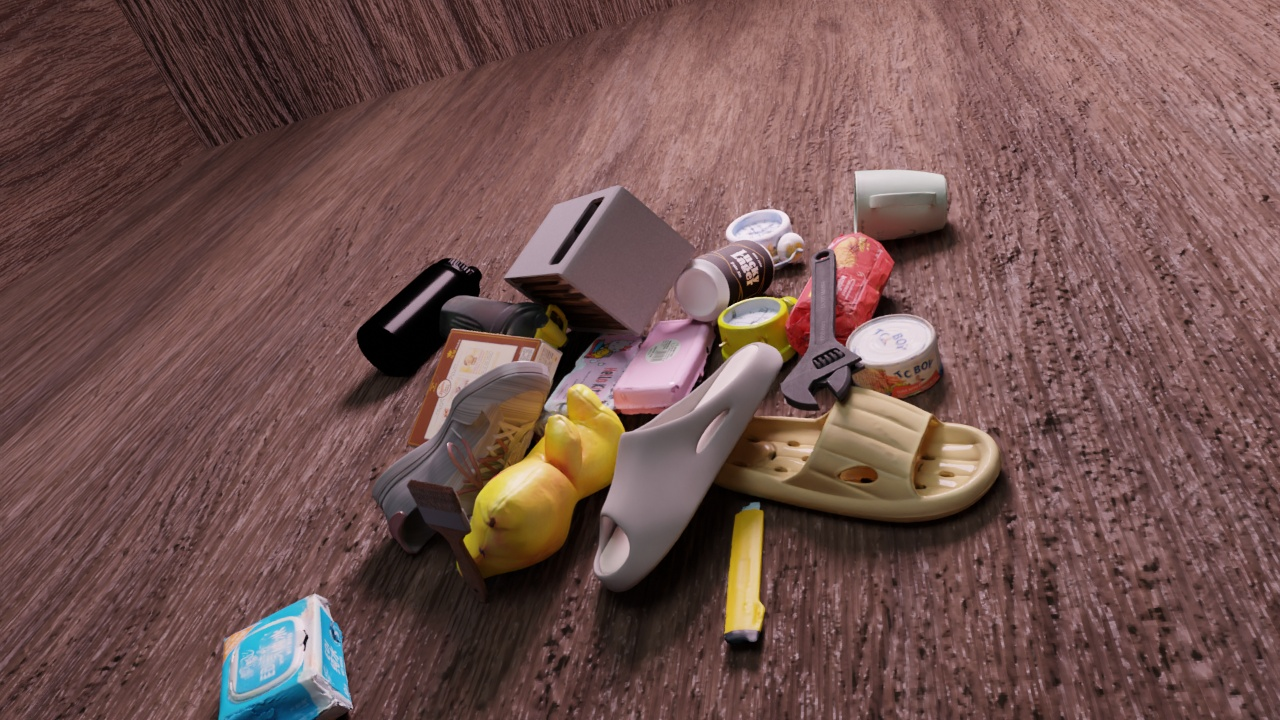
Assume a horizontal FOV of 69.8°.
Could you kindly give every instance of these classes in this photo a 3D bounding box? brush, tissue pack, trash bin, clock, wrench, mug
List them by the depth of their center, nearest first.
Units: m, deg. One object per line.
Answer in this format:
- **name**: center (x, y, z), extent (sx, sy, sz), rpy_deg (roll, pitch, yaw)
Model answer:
- **tissue pack**: center (-0.298, 0.263, 0.767), extent (0.092, 0.062, 0.144), rpy_deg (-26, 31, -10)
- **brush**: center (-0.154, 0.156, 0.769), extent (0.045, 0.143, 0.008), rpy_deg (7, 41, 25)
- **wrench**: center (0.170, -0.038, 0.859), extent (0.073, 0.018, 0.272), rpy_deg (-17, 29, 21)
- **brush**: center (-0.039, 0.048, 0.987), extent (0.172, 0.030, 0.041), rpy_deg (-18, 31, 4)
- **clock**: center (0.129, -0.034, 0.989), extent (0.083, 0.057, 0.118), rpy_deg (-2, 29, 30)
- **trash bin**: center (-0.055, -0.111, 1.073), extent (0.114, 0.114, 0.229), rpy_deg (-57, 21, -11)
- **mug**: center (0.306, -0.185, 1.081), extent (0.104, 0.084, 0.111), rpy_deg (-1, 5, 12)
- **clock**: center (0.156, -0.143, 1.155), extent (0.089, 0.052, 0.125), rpy_deg (-20, 33, 0)

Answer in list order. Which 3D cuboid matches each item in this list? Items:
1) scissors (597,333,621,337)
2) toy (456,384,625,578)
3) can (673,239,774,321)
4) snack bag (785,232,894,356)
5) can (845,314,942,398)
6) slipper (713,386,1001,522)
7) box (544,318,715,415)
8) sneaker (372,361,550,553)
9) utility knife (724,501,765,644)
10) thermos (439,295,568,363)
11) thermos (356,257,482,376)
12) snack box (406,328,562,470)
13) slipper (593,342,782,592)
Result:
- **scissors**: center (-0.035, -0.054, 1.168), extent (0.118, 0.013, 0.139), rpy_deg (6, 41, 37)
- **toy**: center (-0.086, 0.121, 0.844), extent (0.087, 0.135, 0.193), rpy_deg (37, 44, 5)
- **can**: center (0.098, -0.094, 1.058), extent (0.072, 0.072, 0.128), rpy_deg (3, 20, 35)
- **snack bag**: center (0.214, -0.066, 0.969), extent (0.082, 0.082, 0.175), rpy_deg (0, 37, 32)
- **can**: center (0.243, -0.004, 0.882), extent (0.086, 0.043, 0.086), rpy_deg (-16, 32, 10)
- **slipper**: center (0.163, 0.071, 0.778), extent (0.262, 0.079, 0.111), rpy_deg (1, 40, 33)
- **box**: center (-0.006, 0.006, 0.990), extent (0.153, 0.037, 0.200), rpy_deg (-2, 22, 16)
- **sneaker**: center (-0.160, 0.101, 0.874), extent (0.237, 0.099, 0.089), rpy_deg (-43, 57, 21)
- **utility knife**: center (0.086, 0.165, 0.733), extent (0.030, 0.017, 0.158), rpy_deg (-7, 33, 14)
- **thermos**: center (-0.174, -0.035, 1.144), extent (0.098, 0.098, 0.221), rpy_deg (-36, 29, -25)
- **thermos**: center (-0.298, -0.071, 1.281), extent (0.086, 0.086, 0.198), rpy_deg (0, 36, 31)
- **snack box**: center (-0.172, 0.042, 0.999), extent (0.147, 0.041, 0.143), rpy_deg (7, 71, 38)
- **slipper**: center (0.025, 0.070, 0.794), extent (0.265, 0.080, 0.113), rpy_deg (-52, 14, -22)
